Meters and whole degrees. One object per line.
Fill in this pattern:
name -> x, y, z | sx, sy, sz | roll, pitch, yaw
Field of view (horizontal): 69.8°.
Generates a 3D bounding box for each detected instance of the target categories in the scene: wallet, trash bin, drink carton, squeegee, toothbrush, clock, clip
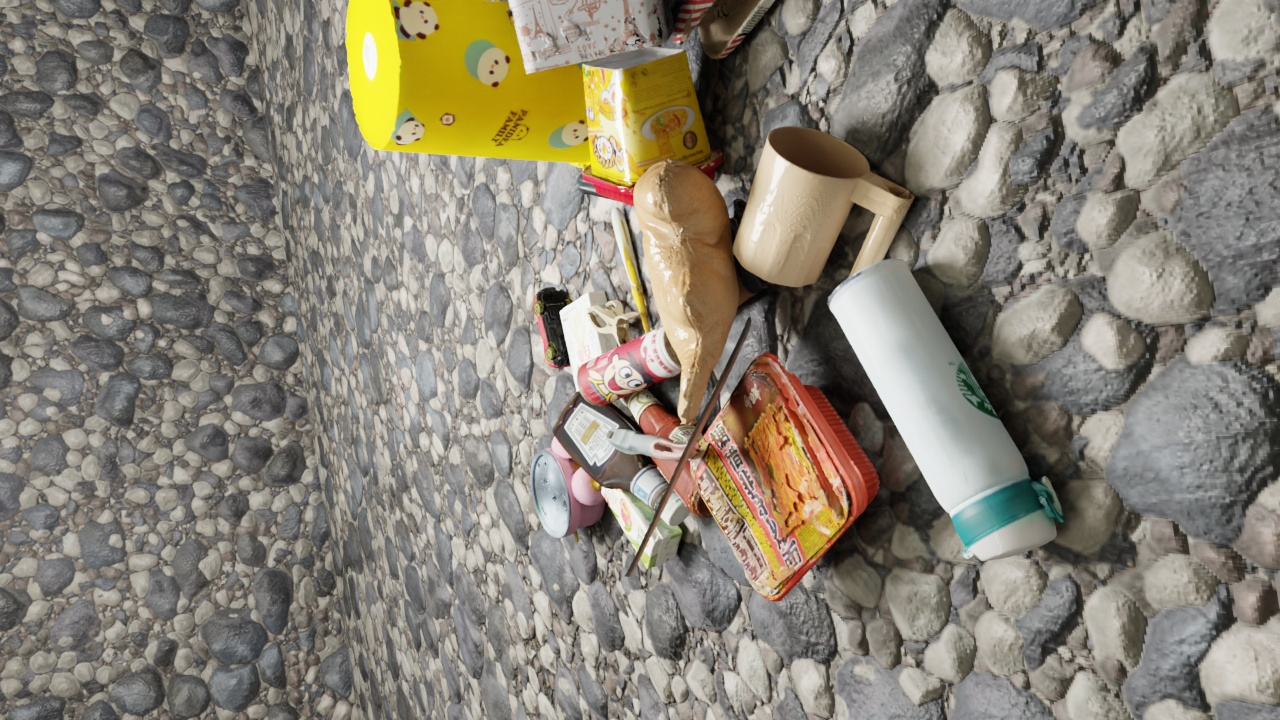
wallet -> 0.078, -0.091, 0.884 | 0.115, 0.033, 0.090 | -37, 67, 59
trash bin -> -0.174, -0.327, 1.018 | 0.230, 0.254, 0.230 | 23, 117, 55
drink carton -> 0.002, 0.175, 1.059 | 0.122, 0.045, 0.054 | 52, 144, 40
squeegee -> 0.016, 0.083, 0.898 | 0.247, 0.040, 0.250 | -64, 16, -11
toothbrush -> -0.008, -0.181, 1.004 | 0.213, 0.026, 0.027 | 27, 111, 52
toothbrush -> -0.005, -0.084, 1.030 | 0.018, 0.016, 0.191 | 112, 144, -80
clock -> -0.088, 0.157, 1.189 | 0.117, 0.059, 0.159 | 60, 144, 32
clip -> -0.029, -0.045, 1.053 | 0.097, 0.034, 0.061 | 43, 142, 54

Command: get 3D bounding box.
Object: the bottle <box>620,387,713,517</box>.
bottle -> 0.032, 0.084, 0.978 | 0.206, 0.059, 0.060 | 50, 138, 49

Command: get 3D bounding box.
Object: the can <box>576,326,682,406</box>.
can -> -0.006, 0.006, 0.989 | 0.133, 0.053, 0.053 | -24, 76, 39

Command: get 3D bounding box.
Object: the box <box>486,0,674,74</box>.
box -> -0.064, -0.375, 0.831 | 0.182, 0.156, 0.192 | -78, -22, -66

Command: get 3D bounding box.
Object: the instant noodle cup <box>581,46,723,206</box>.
instant noodle cup -> 0.004, -0.225, 0.868 | 0.116, 0.115, 0.124 | 32, 140, 52

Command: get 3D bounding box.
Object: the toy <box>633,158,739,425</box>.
toy -> 0.046, -0.061, 0.794 | 0.083, 0.143, 0.226 | -10, 91, 20

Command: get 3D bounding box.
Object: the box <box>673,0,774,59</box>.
box -> 0.093, -0.330, 0.794 | 0.164, 0.081, 0.074 | -46, 28, 54

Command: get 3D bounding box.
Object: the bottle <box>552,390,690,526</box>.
bottle -> -0.018, 0.112, 1.034 | 0.195, 0.044, 0.080 | 40, 101, 34

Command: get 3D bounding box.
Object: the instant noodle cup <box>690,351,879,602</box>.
instant noodle cup -> 0.129, 0.098, 0.800 | 0.164, 0.079, 0.189 | 61, 145, 29

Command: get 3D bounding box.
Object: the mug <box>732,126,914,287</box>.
mug -> 0.143, -0.114, 0.738 | 0.125, 0.084, 0.104 | 32, 130, 19

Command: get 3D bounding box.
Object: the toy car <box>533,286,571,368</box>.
toy car -> -0.108, -0.042, 1.180 | 0.031, 0.049, 0.106 | -25, 78, 56

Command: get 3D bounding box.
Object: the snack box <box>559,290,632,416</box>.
snack box -> -0.056, 0.001, 1.128 | 0.085, 0.026, 0.156 | -25, 76, 58

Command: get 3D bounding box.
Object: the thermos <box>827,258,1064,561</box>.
thermos -> 0.217, 0.034, 0.657 | 0.073, 0.073, 0.224 | -54, 53, 49
